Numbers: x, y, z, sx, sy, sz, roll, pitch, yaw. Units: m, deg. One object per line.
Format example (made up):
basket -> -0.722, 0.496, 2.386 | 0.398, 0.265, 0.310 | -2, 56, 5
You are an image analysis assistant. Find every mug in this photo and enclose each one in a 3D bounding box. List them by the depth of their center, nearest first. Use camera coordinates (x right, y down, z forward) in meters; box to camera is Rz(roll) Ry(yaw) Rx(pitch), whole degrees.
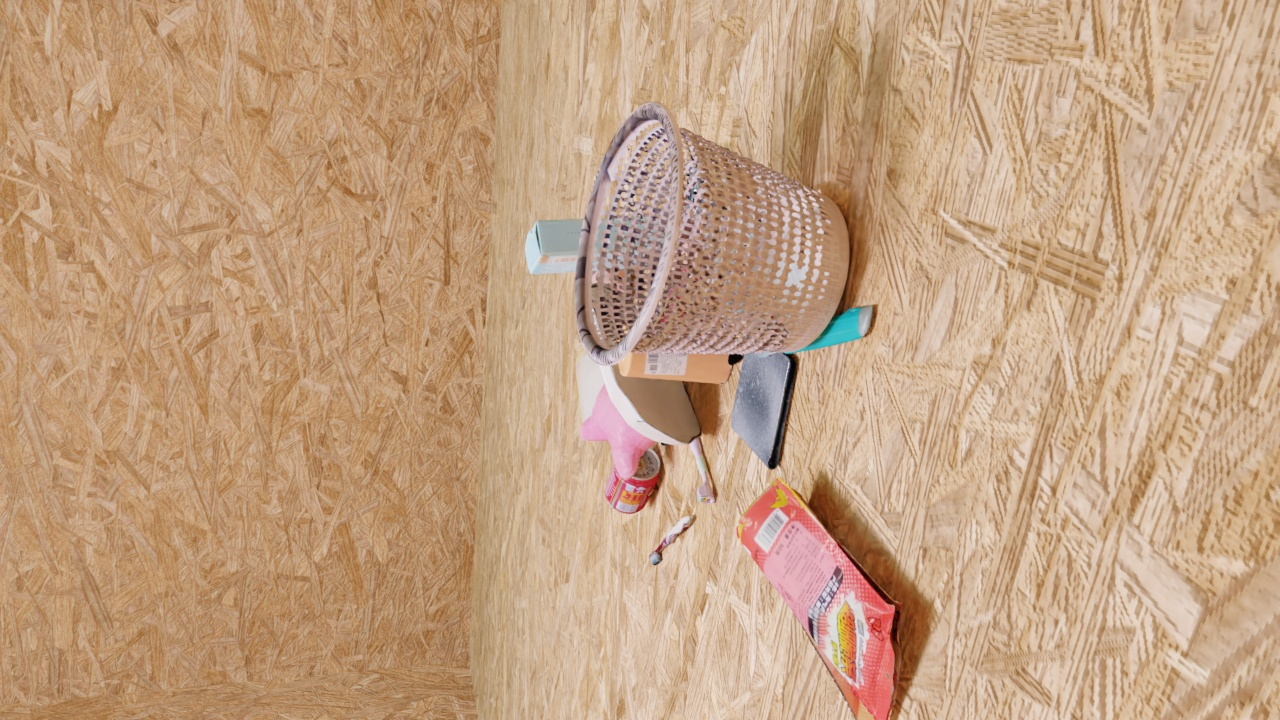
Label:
mug -> 0.038, -0.010, 1.066 | 0.078, 0.122, 0.078 | 179, 91, -72

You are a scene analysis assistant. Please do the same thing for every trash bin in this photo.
trash bin -> 0.066, -0.094, 0.818 | 0.228, 0.192, 0.227 | -171, 90, -68

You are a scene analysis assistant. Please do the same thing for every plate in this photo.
plate -> -0.007, 0.007, 1.161 | 0.034, 0.162, 0.265 | -40, 44, 21

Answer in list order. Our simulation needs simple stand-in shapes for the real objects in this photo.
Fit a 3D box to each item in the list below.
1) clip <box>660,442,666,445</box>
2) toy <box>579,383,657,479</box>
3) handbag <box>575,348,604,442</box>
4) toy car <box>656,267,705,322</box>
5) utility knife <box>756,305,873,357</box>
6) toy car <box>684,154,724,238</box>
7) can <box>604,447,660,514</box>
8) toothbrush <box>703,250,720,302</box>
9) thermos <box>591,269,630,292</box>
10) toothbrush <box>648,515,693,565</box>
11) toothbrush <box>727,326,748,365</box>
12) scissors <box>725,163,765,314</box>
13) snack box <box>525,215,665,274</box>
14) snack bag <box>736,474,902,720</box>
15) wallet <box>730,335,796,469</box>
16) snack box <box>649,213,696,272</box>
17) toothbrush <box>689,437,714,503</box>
clip -> 0.022, 0.102, 1.296 | 0.057, 0.048, 0.015 | -109, 24, -56
toy -> -0.006, 0.064, 1.266 | 0.195, 0.074, 0.178 | 33, 97, 56
handbag -> -0.031, 0.030, 1.423 | 0.179, 0.063, 0.163 | -42, 49, 48
toy car -> 0.057, -0.073, 1.122 | 0.045, 0.052, 0.121 | 62, 152, 29
utility knife -> 0.156, -0.023, 0.855 | 0.210, 0.013, 0.029 | 164, 107, -68
toy car -> 0.077, -0.187, 1.063 | 0.031, 0.049, 0.105 | -141, 52, -72
can -> -0.011, 0.170, 1.320 | 0.094, 0.066, 0.066 | 110, 154, -48
toothbrush -> 0.077, -0.059, 1.099 | 0.016, 0.016, 0.180 | -120, 28, -42
thermos -> -0.070, -0.150, 1.488 | 0.067, 0.087, 0.198 | 45, -164, -39
toothbrush -> 0.040, 0.245, 1.243 | 0.188, 0.016, 0.017 | 119, 139, -58
toothbrush -> 0.126, -0.054, 0.966 | 0.190, 0.014, 0.016 | 113, 177, -50
scissors -> 0.117, -0.140, 0.986 | 0.169, 0.019, 0.177 | 168, 102, -74
snack box -> -0.059, -0.151, 1.198 | 0.074, 0.174, 0.051 | 145, 118, -69
snack bag -> 0.158, 0.198, 0.790 | 0.208, 0.073, 0.129 | -127, 36, -55
wallet -> 0.128, 0.039, 0.954 | 0.097, 0.019, 0.121 | -131, 45, -62
snack box -> 0.046, -0.149, 1.201 | 0.157, 0.026, 0.084 | 174, 96, -73
toothbrush -> 0.064, 0.099, 1.161 | 0.021, 0.029, 0.189 | -33, 45, 21
